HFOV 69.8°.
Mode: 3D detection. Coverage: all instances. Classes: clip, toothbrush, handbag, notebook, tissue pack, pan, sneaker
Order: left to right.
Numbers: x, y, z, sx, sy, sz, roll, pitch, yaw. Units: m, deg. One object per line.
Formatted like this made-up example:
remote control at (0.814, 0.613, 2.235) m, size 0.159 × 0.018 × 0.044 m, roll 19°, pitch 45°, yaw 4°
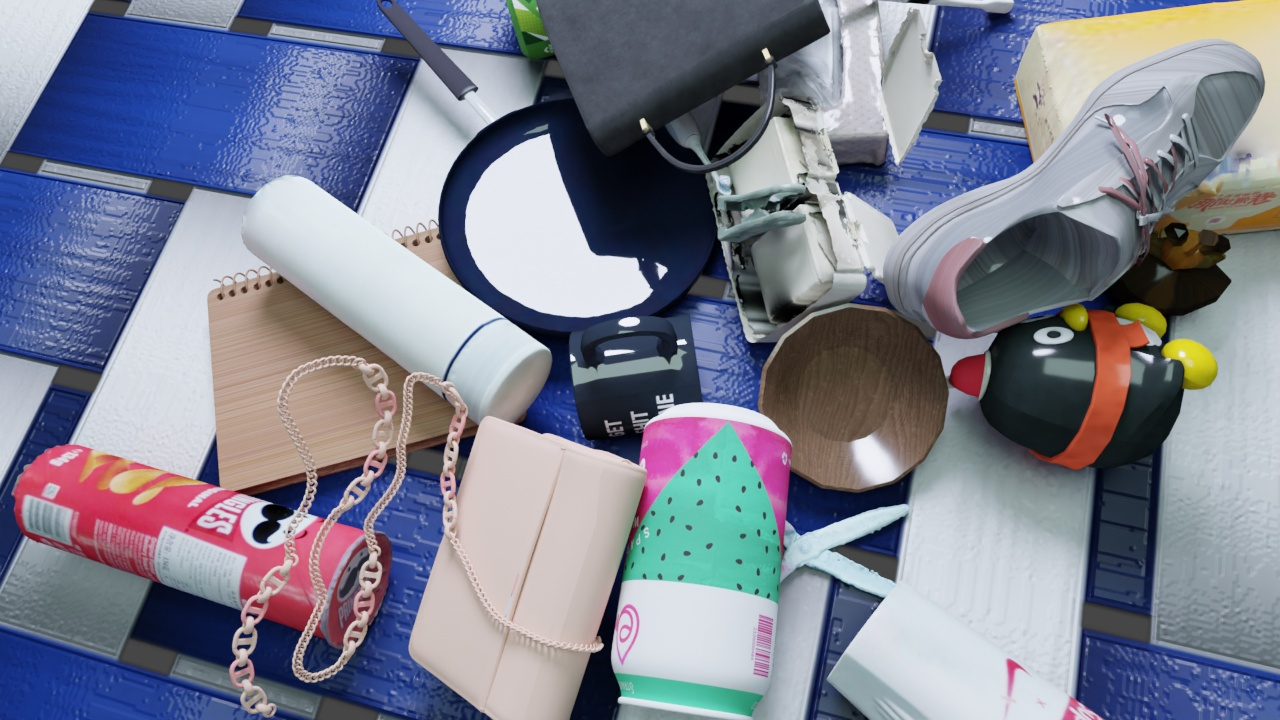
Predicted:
notebook at (-0.199, -0.010, 0.652) m, size 0.210 × 0.022 × 0.169 m, roll -15°, pitch 68°, yaw 1°
handbag at (-0.104, 0.116, 0.486) m, size 0.117 × 0.187 × 0.198 m, roll 15°, pitch 86°, yaw 49°
pan at (-0.094, -0.161, 0.682) m, size 0.198 × 0.021 × 0.356 m, roll -36°, pitch 72°, yaw -17°
toothbrush at (0.026, -0.177, 0.668) m, size 0.022 × 0.024 × 0.185 m, roll -11°, pitch 52°, yaw -18°
handbag at (0.036, -0.203, 0.607) m, size 0.176 × 0.072 × 0.195 m, roll -26°, pitch 57°, yaw 18°
clip at (0.076, -0.095, 0.580) m, size 0.023 × 0.076 × 0.047 m, roll -2°, pitch 91°, yaw -30°
tissue pack at (0.127, -0.233, 0.678) m, size 0.104 × 0.071 × 0.181 m, roll -1°, pitch 72°, yaw 6°
toothbrush at (0.193, -0.269, 0.672) m, size 0.186 × 0.012 × 0.017 m, roll -2°, pitch 57°, yaw -18°
sneaker at (0.255, -0.085, 0.508) m, size 0.236 × 0.099 × 0.089 m, roll -36°, pitch 31°, yaw 8°

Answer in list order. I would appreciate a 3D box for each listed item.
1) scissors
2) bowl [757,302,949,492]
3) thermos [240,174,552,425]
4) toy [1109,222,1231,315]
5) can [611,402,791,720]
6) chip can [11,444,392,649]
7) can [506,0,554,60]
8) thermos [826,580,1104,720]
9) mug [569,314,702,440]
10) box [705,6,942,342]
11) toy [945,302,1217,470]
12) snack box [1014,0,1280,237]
scissors at (0.083, 0.105, 0.575) m, size 0.172 × 0.014 × 0.158 m, roll -22°, pitch 68°, yaw -2°
bowl at (0.131, 0.023, 0.578) m, size 0.118 × 0.030 × 0.118 m, roll 0°, pitch 94°, yaw 1°
thermos at (-0.165, -0.041, 0.612) m, size 0.230 × 0.068 × 0.067 m, roll 34°, pitch 76°, yaw 17°
toy at (0.328, -0.061, 0.565) m, size 0.076 × 0.100 × 0.062 m, roll 21°, pitch 78°, yaw 13°
can at (0.036, 0.113, 0.521) m, size 0.088 × 0.088 × 0.165 m, roll 5°, pitch 69°, yaw 9°
chip can at (-0.280, 0.114, 0.586) m, size 0.233 × 0.073 × 0.073 m, roll 13°, pitch 70°, yaw 13°
can at (-0.031, -0.291, 0.709) m, size 0.144 × 0.083 × 0.083 m, roll -15°, pitch 67°, yaw 1°
thermos at (0.205, 0.213, 0.475) m, size 0.220 × 0.099 × 0.099 m, roll 36°, pitch 76°, yaw 22°
mug at (-0.003, 0.003, 0.576) m, size 0.077 × 0.105 × 0.071 m, roll -9°, pitch 62°, yaw 3°
box at (0.145, -0.108, 0.586) m, size 0.101 × 0.195 × 0.143 m, roll -1°, pitch 70°, yaw -31°
toy at (0.251, 0.014, 0.543) m, size 0.119 × 0.100 × 0.097 m, roll 9°, pitch 25°, yaw -2°
snack box at (0.369, -0.161, 0.608) m, size 0.195 × 0.081 × 0.145 m, roll -5°, pitch 69°, yaw 6°
